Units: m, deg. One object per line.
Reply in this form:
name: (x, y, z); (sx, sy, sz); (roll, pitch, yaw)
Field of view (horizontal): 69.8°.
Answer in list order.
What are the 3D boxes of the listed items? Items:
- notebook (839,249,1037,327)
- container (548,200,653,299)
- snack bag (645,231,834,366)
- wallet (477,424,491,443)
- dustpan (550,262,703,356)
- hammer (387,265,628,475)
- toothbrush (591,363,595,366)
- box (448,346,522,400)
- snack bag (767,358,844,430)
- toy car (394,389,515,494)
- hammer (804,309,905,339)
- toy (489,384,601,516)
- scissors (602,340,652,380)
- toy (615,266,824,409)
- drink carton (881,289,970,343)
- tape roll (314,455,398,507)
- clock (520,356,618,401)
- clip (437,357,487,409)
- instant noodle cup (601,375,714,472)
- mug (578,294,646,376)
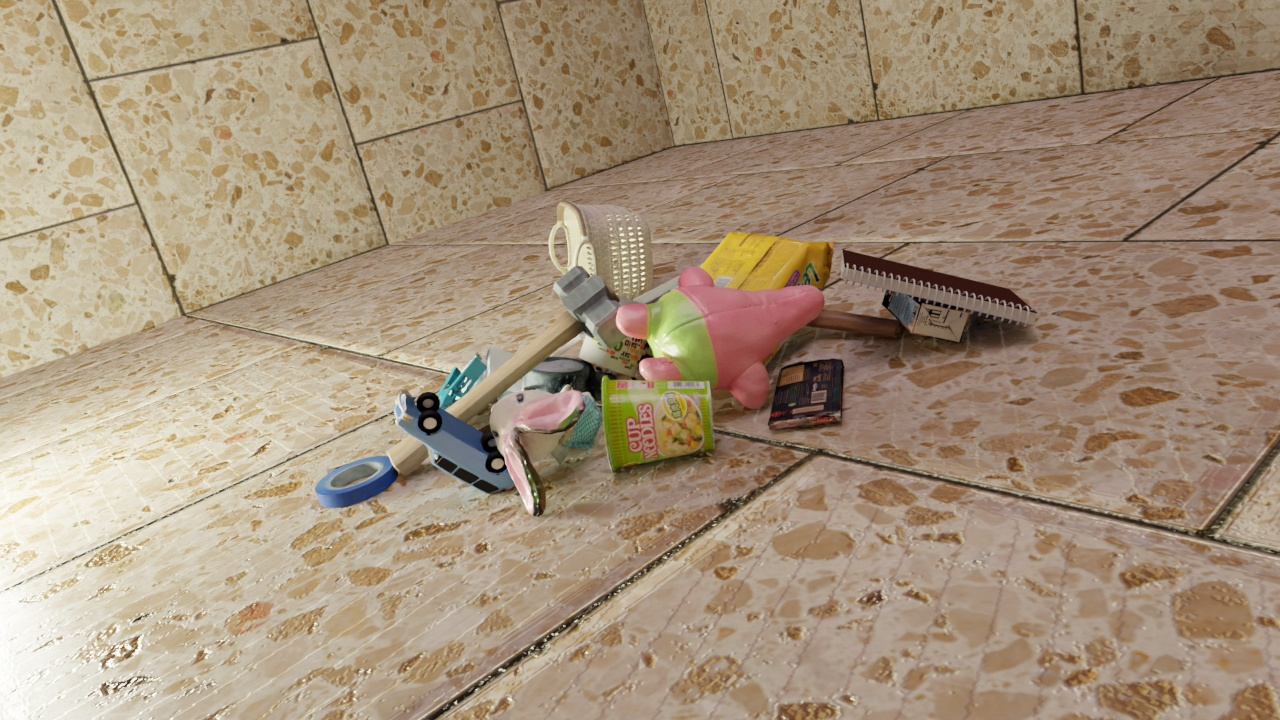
notebook: (0.339, -0.089, 1.071); (0.209, 0.022, 0.171); (15, 16, 8)
container: (-0.071, -0.187, 1.601); (0.142, 0.185, 0.246); (-8, 18, -14)
snack bag: (0.126, -0.080, 1.164); (0.160, 0.068, 0.246); (11, 50, 39)
wallet: (-0.161, 0.089, 1.073); (0.119, 0.031, 0.099); (-24, 17, -26)
dustpan: (-0.033, -0.056, 1.292); (0.258, 0.033, 0.162); (-35, 4, 28)
hammer: (-0.158, 0.019, 1.070); (0.322, 0.051, 0.117); (-39, 43, -3)
toothbrush: (-0.086, 0.020, 1.211); (0.021, 0.016, 0.135); (-18, 18, 50)
box: (-0.204, 0.039, 1.245); (0.125, 0.075, 0.197); (-33, 18, 1)
snack bag: (0.181, 0.034, 0.991); (0.075, 0.018, 0.154); (-9, 18, 17)
toy car: (-0.192, 0.086, 0.948); (0.055, 0.153, 0.056); (-50, 26, 9)
hammer: (0.188, -0.060, 1.202); (0.329, 0.052, 0.097); (9, 47, 38)
toy: (-0.099, 0.060, 0.955); (0.106, 0.131, 0.205); (26, 15, 5)
scissors: (-0.007, 0.007, 1.208); (0.202, 0.015, 0.203); (5, 33, 46)
toy: (0.097, -0.036, 1.024); (0.236, 0.192, 0.097); (-17, -26, -13)
drink carton: (0.338, -0.063, 1.094); (0.064, 0.040, 0.130); (12, 17, -5)
tape roll: (-0.329, 0.140, 1.066); (0.091, 0.016, 0.093); (-15, 18, -3)
clock: (-0.090, 0.029, 1.133); (0.129, 0.052, 0.090); (-3, 16, -24)
clip: (-0.238, 0.048, 1.170); (0.113, 0.028, 0.126); (-15, 36, 57)
instant noodle cup: (0.019, 0.060, 0.931); (0.108, 0.099, 0.098); (-5, 19, 4)
mug: (-0.034, -0.037, 1.159); (0.073, 0.089, 0.105); (18, 3, -28)
